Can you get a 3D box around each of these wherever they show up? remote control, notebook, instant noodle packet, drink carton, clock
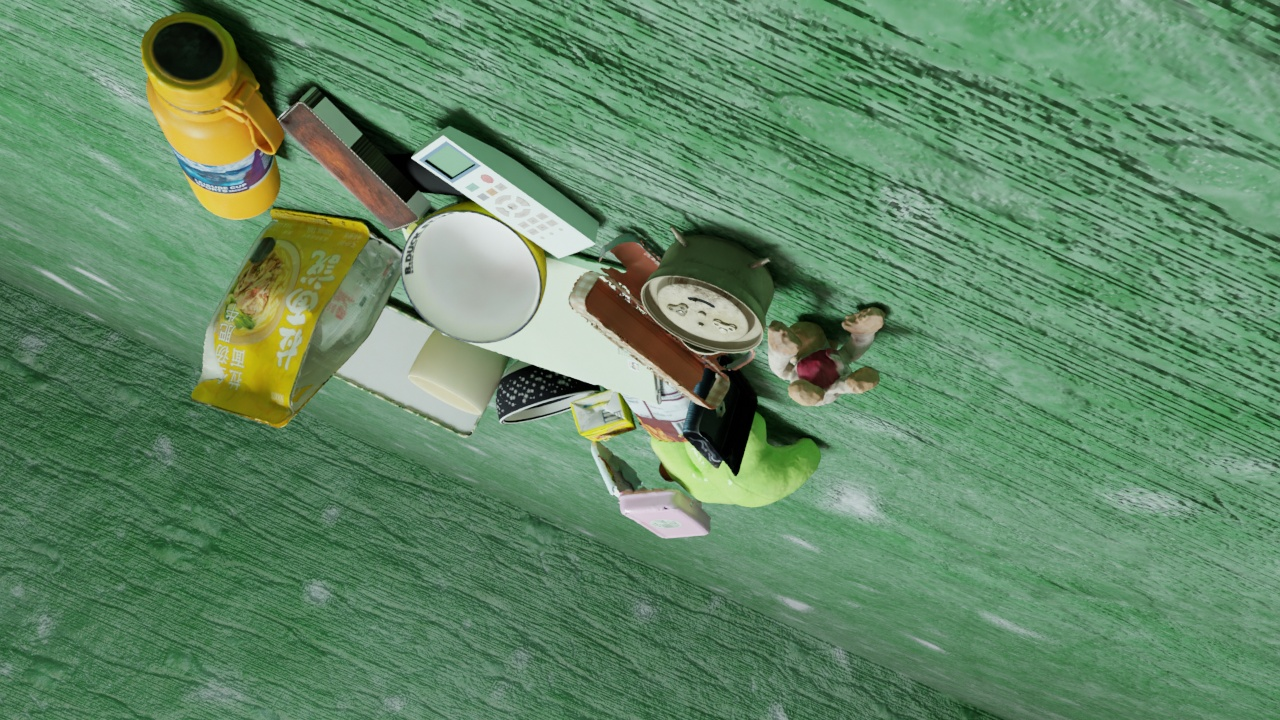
[{"bbox_3d":[-0.093,-0.124,0.675,0.143,0.024,0.050,33,152,-31],"label":"remote control"},{"bbox_3d":[-0.102,-0.049,0.856,0.253,0.010,0.182,18,146,19],"label":"notebook"},{"bbox_3d":[-0.363,-0.042,0.946,0.163,0.221,0.084,12,157,31],"label":"instant noodle packet"},{"bbox_3d":[-0.040,0.067,1.081,0.058,0.043,0.134,-18,170,2],"label":"drink carton"},{"bbox_3d":[0.053,-0.043,0.683,0.093,0.054,0.141,20,155,11],"label":"clock"},{"bbox_3d":[-0.181,-0.147,0.736,0.152,0.020,0.041,11,158,41],"label":"remote control"}]

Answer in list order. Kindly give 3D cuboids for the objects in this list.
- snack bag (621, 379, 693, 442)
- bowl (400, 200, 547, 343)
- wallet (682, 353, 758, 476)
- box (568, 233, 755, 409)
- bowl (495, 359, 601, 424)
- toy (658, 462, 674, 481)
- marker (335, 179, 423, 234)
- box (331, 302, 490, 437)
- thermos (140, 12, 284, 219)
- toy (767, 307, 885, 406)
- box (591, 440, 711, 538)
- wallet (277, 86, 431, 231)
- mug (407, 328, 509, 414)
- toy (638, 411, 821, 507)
[{"bbox_3d":[-0.005,0.005,0.896,0.139,0.066,0.208,8,152,40],"label":"snack bag"},{"bbox_3d":[-0.130,-0.080,0.756,0.117,0.067,0.117,4,120,7],"label":"bowl"},{"bbox_3d":[0.076,0.049,0.873,0.026,0.089,0.115,7,157,28],"label":"wallet"},{"bbox_3d":[0.024,-0.028,0.743,0.042,0.082,0.187,21,169,48],"label":"box"},{"bbox_3d":[-0.111,0.024,1.050,0.120,0.066,0.120,-16,170,-3],"label":"bowl"},{"bbox_3d":[0.091,0.144,1.180,0.128,0.065,0.095,20,179,9],"label":"toy"},{"bbox_3d":[-0.213,-0.127,0.808,0.124,0.021,0.017,36,-170,-10],"label":"marker"},{"bbox_3d":[-0.284,0.007,1.167,0.205,0.117,0.051,25,180,-10],"label":"box"},{"bbox_3d":[-0.327,-0.185,0.726,0.091,0.076,0.233,0,169,-16],"label":"thermos"},{"bbox_3d":[0.137,-0.006,0.689,0.085,0.074,0.106,-20,-178,1],"label":"toy"},{"bbox_3d":[0.008,0.174,1.134,0.146,0.077,0.201,25,169,23],"label":"box"},{"bbox_3d":[-0.227,-0.155,0.726,0.123,0.019,0.072,46,154,-25],"label":"wallet"},{"bbox_3d":[-0.208,-0.002,1.070,0.096,0.099,0.120,33,163,-23],"label":"mug"},{"bbox_3d":[0.093,0.114,1.033,0.150,0.107,0.197,28,154,-22],"label":"toy"}]
